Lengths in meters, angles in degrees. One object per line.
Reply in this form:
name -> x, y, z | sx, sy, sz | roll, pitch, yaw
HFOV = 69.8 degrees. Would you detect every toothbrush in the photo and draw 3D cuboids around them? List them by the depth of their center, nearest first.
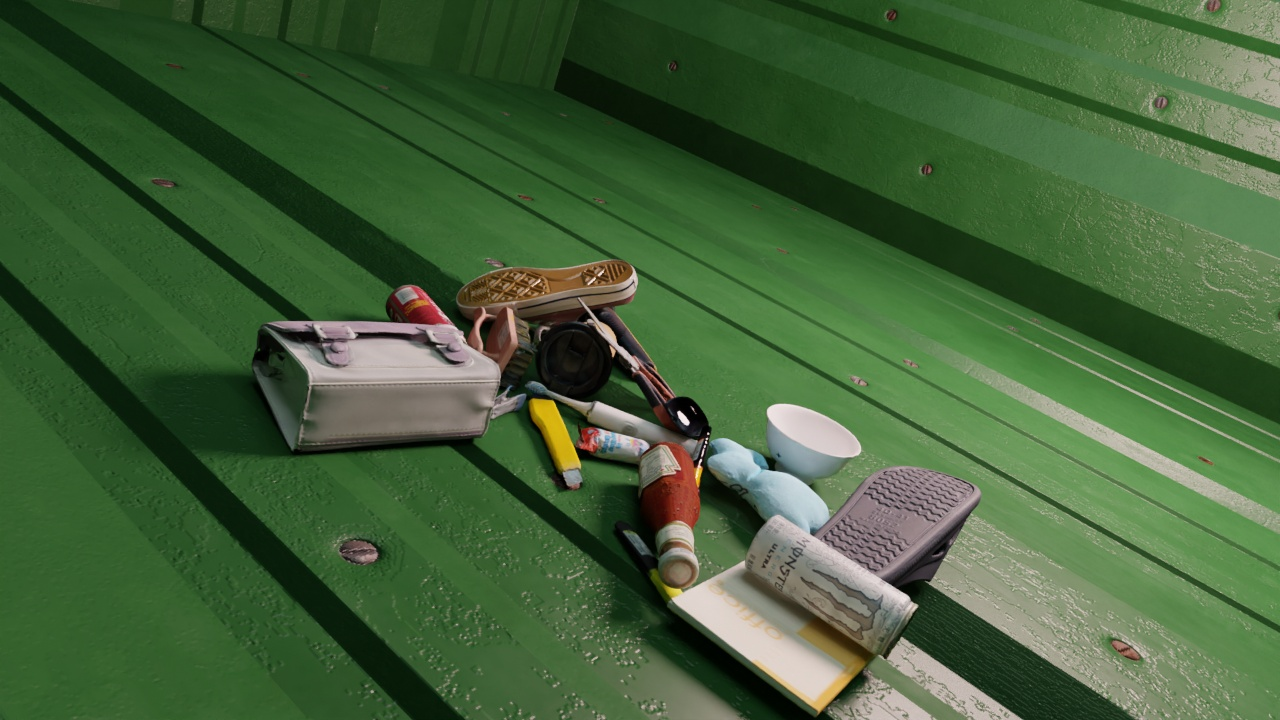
toothbrush -> -0.029, 0.068, 1.047 | 0.221, 0.027, 0.026 | 22, 8, 4

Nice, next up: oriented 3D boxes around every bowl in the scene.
bowl -> 0.194, 0.108, 1.094 | 0.118, 0.065, 0.118 | 18, 22, -7

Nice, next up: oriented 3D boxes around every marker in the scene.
marker -> 0.008, 0.182, 0.818 | 0.018, 0.015, 0.124 | 7, 23, -34
marker -> 0.062, 0.111, 0.994 | 0.015, 0.018, 0.123 | 43, 35, -16

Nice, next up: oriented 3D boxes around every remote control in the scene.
remote control -> 0.059, 0.064, 1.076 | 0.053, 0.024, 0.136 | 55, 9, 9

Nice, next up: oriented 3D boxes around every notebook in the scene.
notebook -> 0.130, 0.226, 0.801 | 0.146, 0.010, 0.205 | 32, 19, 27

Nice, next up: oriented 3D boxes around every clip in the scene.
clip -> -0.149, 0.048, 0.995 | 0.044, 0.027, 0.058 | 35, 25, 15

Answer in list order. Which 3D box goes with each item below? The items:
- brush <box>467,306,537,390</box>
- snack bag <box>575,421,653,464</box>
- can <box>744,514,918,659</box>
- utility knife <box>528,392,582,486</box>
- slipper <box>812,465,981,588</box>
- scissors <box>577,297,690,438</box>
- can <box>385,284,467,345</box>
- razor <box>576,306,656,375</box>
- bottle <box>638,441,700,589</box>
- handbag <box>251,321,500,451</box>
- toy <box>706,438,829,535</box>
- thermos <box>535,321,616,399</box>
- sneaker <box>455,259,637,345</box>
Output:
brush -> -0.170, -0.025, 1.099 | 0.073, 0.063, 0.145 | 24, 18, -20
snack bag -> -0.023, 0.094, 0.990 | 0.105, 0.026, 0.045 | 15, 18, -18
can -> 0.166, 0.198, 0.811 | 0.147, 0.058, 0.058 | 31, 24, 24
utility knife -> -0.091, 0.083, 0.971 | 0.033, 0.015, 0.177 | 4, 27, -22
slipper -> 0.256, 0.188, 0.950 | 0.111, 0.083, 0.267 | 21, 31, 36
scissors -> -0.001, 0.015, 1.077 | 0.224, 0.015, 0.189 | 56, 10, 6
can -> -0.250, -0.037, 1.071 | 0.053, 0.053, 0.133 | 2, 27, -39
razor -> -0.028, -0.026, 1.257 | 0.067, 0.062, 0.167 | 43, 4, -47
bottle -> 0.029, 0.143, 0.859 | 0.060, 0.060, 0.205 | 17, 18, -8
handbag -> -0.257, 0.013, 0.894 | 0.196, 0.098, 0.145 | 0, 23, -42
toy -> 0.142, 0.141, 0.988 | 0.156, 0.050, 0.161 | 24, 17, 0
thermos -> -0.072, -0.008, 1.124 | 0.093, 0.093, 0.143 | 21, 12, 4
sneaker -> -0.121, -0.073, 1.227 | 0.241, 0.088, 0.118 | -8, 40, -3
